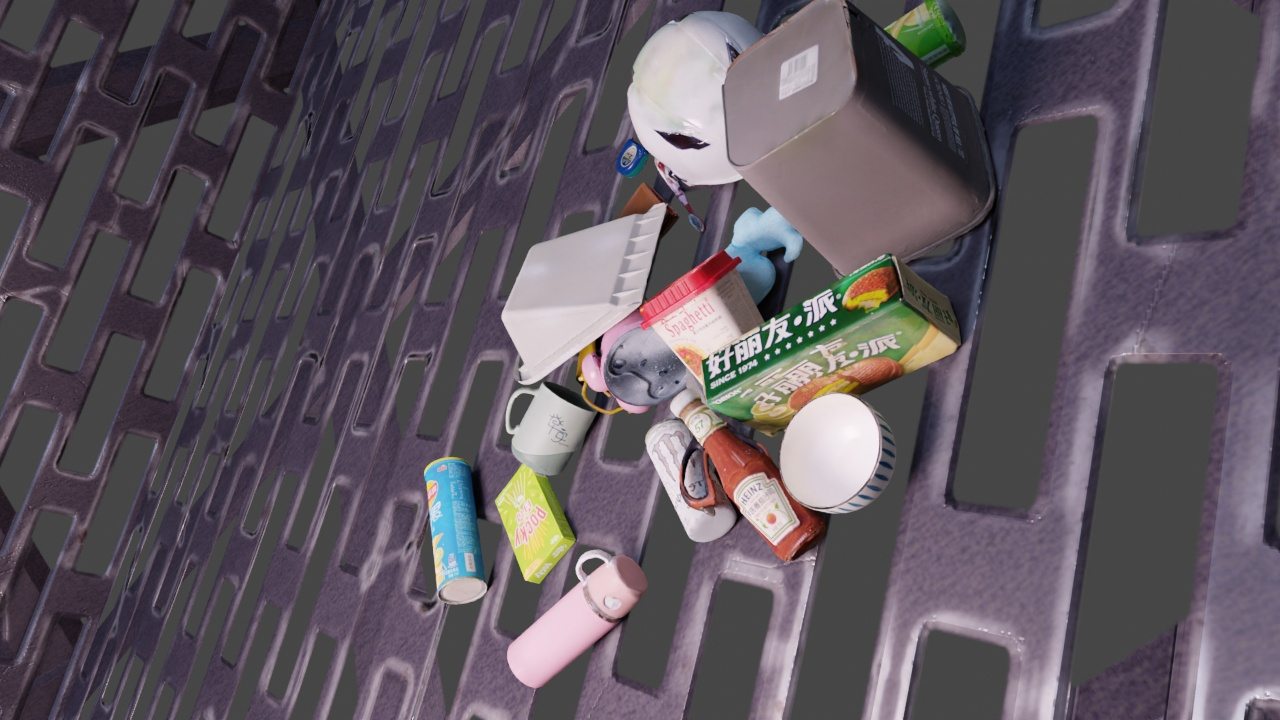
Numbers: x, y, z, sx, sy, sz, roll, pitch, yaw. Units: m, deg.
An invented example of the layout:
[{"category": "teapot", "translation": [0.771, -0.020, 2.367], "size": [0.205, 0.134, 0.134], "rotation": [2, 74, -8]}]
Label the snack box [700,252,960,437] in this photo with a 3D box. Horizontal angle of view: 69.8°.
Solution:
[{"category": "snack box", "translation": [0.187, -0.008, 0.929], "size": [0.241, 0.114, 0.063], "rotation": [-30, 49, 34]}]

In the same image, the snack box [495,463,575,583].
[{"category": "snack box", "translation": [-0.146, 0.217, 1.250], "size": [0.086, 0.026, 0.156], "rotation": [-51, 41, 17]}]

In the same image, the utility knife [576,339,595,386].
[{"category": "utility knife", "translation": [-0.067, -0.067, 1.310], "size": [0.033, 0.015, 0.218], "rotation": [-9, 70, 50]}]

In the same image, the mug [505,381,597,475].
[{"category": "mug", "translation": [-0.131, 0.087, 1.237], "size": [0.106, 0.111, 0.082], "rotation": [-60, 12, 9]}]

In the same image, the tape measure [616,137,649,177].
[{"category": "tape measure", "translation": [-0.011, -0.301, 1.376], "size": [0.054, 0.025, 0.058], "rotation": [-57, 36, 12]}]

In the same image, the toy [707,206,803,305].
[{"category": "toy", "translation": [0.123, -0.111, 1.105], "size": [0.162, 0.049, 0.156], "rotation": [1, 75, 43]}]

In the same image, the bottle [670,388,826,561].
[{"category": "bottle", "translation": [0.105, 0.112, 0.945], "size": [0.060, 0.059, 0.206], "rotation": [-49, 65, 19]}]

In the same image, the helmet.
[{"category": "helmet", "translation": [0.076, -0.361, 1.214], "size": [0.229, 0.145, 0.258], "rotation": [-48, 42, 20]}]

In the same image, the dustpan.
[{"category": "dustpan", "translation": [-0.078, -0.072, 1.241], "size": [0.258, 0.143, 0.222], "rotation": [-8, 40, 20]}]

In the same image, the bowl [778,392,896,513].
[{"category": "bowl", "translation": [0.200, 0.095, 0.897], "size": [0.117, 0.066, 0.116], "rotation": [-24, 55, 39]}]

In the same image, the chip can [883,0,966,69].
[{"category": "chip can", "translation": [0.256, -0.322, 1.040], "size": [0.222, 0.072, 0.072], "rotation": [-27, 52, 31]}]

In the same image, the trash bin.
[{"category": "trash bin", "translation": [0.213, -0.228, 0.935], "size": [0.199, 0.219, 0.198], "rotation": [-27, 51, 37]}]

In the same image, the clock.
[{"category": "clock", "translation": [-0.007, 0.007, 1.139], "size": [0.159, 0.117, 0.059], "rotation": [-49, 31, 15]}]

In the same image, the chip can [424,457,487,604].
[{"category": "chip can", "translation": [-0.271, 0.245, 1.340], "size": [0.071, 0.071, 0.210], "rotation": [-41, 45, 26]}]

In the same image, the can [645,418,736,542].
[{"category": "can", "translation": [0.055, 0.134, 1.044], "size": [0.058, 0.058, 0.146], "rotation": [-48, 42, 19]}]

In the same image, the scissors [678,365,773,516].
[{"category": "scissors", "translation": [0.090, 0.081, 1.035], "size": [0.213, 0.015, 0.196], "rotation": [26, 56, 32]}]

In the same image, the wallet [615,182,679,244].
[{"category": "wallet", "translation": [-0.008, -0.184, 1.307], "size": [0.125, 0.032, 0.101], "rotation": [-51, 38, 16]}]

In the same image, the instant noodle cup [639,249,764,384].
[{"category": "instant noodle cup", "translation": [0.081, -0.043, 1.044], "size": [0.117, 0.124, 0.116], "rotation": [-33, 4, 33]}]

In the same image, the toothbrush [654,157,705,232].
[{"category": "toothbrush", "translation": [0.050, -0.235, 1.277], "size": [0.016, 0.017, 0.187], "rotation": [-45, 43, 21]}]

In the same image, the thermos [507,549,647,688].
[{"category": "thermos", "translation": [-0.081, 0.302, 1.088], "size": [0.199, 0.087, 0.067], "rotation": [-46, 9, 24]}]
